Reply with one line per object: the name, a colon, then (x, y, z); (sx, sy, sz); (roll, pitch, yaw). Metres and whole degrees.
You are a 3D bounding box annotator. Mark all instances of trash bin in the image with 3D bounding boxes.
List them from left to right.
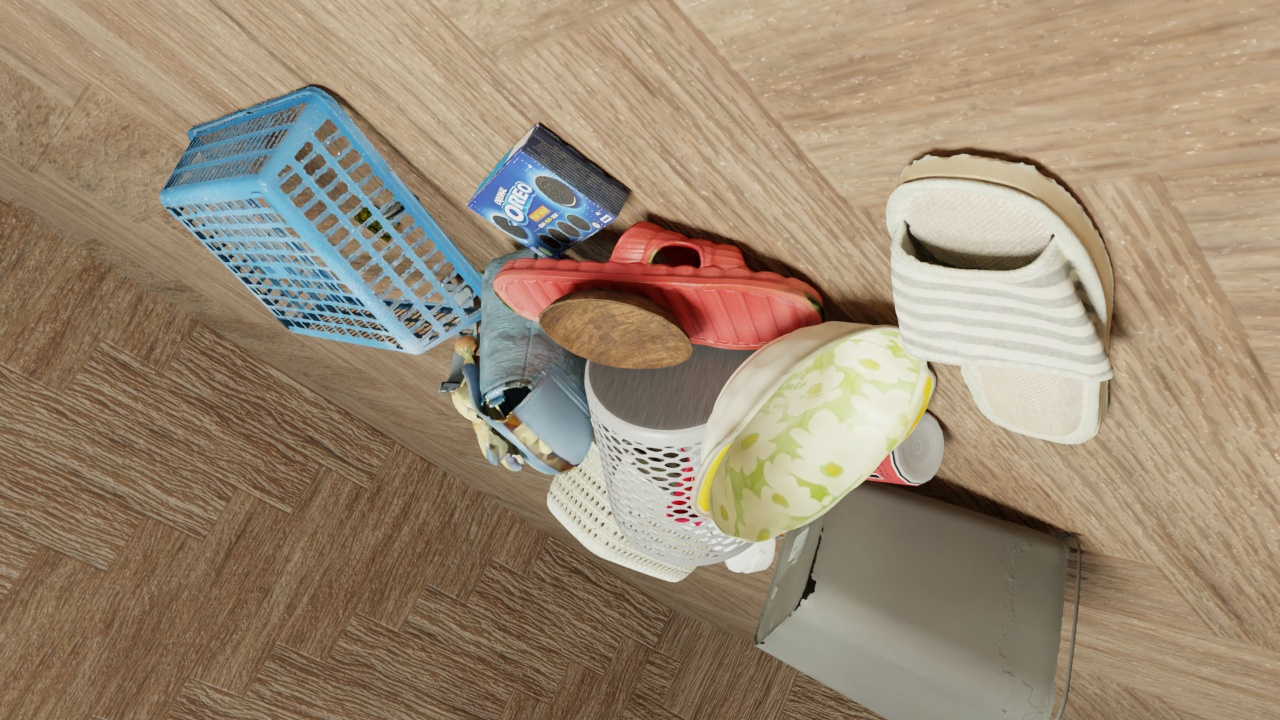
trash bin: (0.037, 0.059, 0.772); (0.156, 0.156, 0.183); (20, 146, 25)
trash bin: (0.242, 0.225, 0.842); (0.220, 0.197, 0.198); (23, 147, 3)

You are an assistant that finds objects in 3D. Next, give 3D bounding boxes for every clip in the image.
clip: (-0.200, -0.004, 1.018); (0.031, 0.164, 0.173); (3, 165, 2)

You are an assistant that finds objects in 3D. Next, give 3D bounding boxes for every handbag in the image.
handbag: (-0.103, 0.000, 0.788); (0.119, 0.191, 0.122); (-16, 145, 20)

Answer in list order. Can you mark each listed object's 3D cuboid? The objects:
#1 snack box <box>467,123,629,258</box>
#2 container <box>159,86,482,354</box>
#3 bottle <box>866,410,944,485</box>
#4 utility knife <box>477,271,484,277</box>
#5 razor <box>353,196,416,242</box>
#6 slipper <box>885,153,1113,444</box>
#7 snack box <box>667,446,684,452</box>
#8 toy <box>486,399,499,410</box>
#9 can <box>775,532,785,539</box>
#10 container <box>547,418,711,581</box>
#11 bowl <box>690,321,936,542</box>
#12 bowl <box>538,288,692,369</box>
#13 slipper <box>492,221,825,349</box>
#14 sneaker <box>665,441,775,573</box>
snack box: (-0.074, -0.120, 0.685); (0.082, 0.027, 0.150); (32, 162, -17)
container: (-0.324, -0.115, 0.896); (0.363, 0.089, 0.257); (7, 143, 49)
bottle: (0.174, 0.070, 0.795); (0.062, 0.062, 0.177); (36, 161, -25)
utility knife: (-0.107, -0.066, 0.916); (0.148, 0.015, 0.022); (16, 128, 31)
razor: (-0.239, -0.143, 0.884); (0.042, 0.026, 0.106); (39, 156, -26)
slipper: (0.210, -0.015, 0.524); (0.115, 0.054, 0.272); (8, 155, 38)
snack box: (0.021, 0.067, 1.079); (0.082, 0.026, 0.150); (23, 162, 17)
toy: (-0.115, 0.019, 1.033); (0.190, 0.087, 0.239); (-7, 171, -16)
can: (0.167, 0.153, 1.015); (0.079, 0.079, 0.143); (27, 163, 2)
container: (0.001, 0.178, 1.171); (0.251, 0.143, 0.185); (33, -177, -46)
bowl: (0.110, 0.040, 0.648); (0.060, 0.218, 0.189); (47, 139, 38)
bowl: (-0.016, -0.028, 0.653); (0.114, 0.026, 0.102); (-6, 150, 40)
slipper: (0.012, -0.059, 0.675); (0.249, 0.059, 0.103); (6, 156, 18)
sneaker: (0.079, 0.155, 0.962); (0.237, 0.104, 0.090); (84, 166, -50)
